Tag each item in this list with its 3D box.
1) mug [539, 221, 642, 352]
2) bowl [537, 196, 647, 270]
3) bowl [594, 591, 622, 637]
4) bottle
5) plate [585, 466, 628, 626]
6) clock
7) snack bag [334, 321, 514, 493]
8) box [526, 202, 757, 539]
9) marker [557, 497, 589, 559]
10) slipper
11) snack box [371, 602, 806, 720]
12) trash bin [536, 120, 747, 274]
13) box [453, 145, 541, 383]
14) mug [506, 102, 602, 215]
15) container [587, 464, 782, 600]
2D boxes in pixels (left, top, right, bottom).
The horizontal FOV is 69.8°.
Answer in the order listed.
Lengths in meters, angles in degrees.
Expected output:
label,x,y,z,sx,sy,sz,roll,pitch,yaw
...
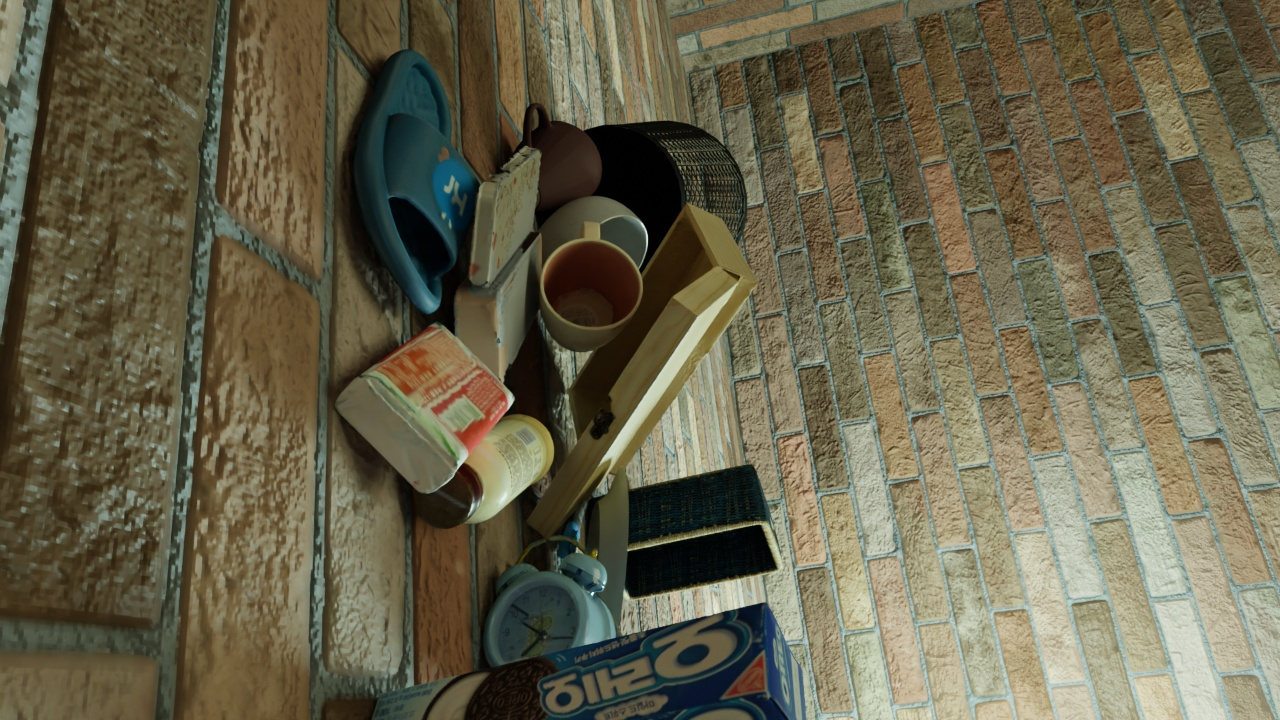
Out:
label,x,y,z,sx,sy,sz,roll,pitch,yaw
mug,-0.048,-0.065,0.806,0.104,0.085,0.111,120,-28,-72
bowl,-0.062,-0.106,0.913,0.064,0.131,0.132,42,-6,25
bowl,-0.046,0.251,0.719,0.150,0.056,0.151,53,-27,42
bottle,-0.107,0.076,0.636,0.162,0.056,0.056,-29,108,-78
plate,-0.034,0.178,0.800,0.173,0.019,0.173,-175,-89,-82
clock,-0.066,0.186,0.663,0.052,0.089,0.124,56,27,-50
snack bag,-0.127,0.025,0.559,0.077,0.036,0.115,46,19,-7
box,0.001,0.008,0.834,0.248,0.096,0.260,-57,-176,26
marker,-0.063,0.160,0.901,0.122,0.015,0.018,-71,148,-72
slipper,-0.148,-0.132,0.623,0.104,0.059,0.213,60,21,-55
snack box,-0.033,0.182,0.459,0.059,0.227,0.059,-82,150,-56
trash bin,-0.002,-0.182,1.077,0.242,0.217,0.217,-29,108,-72
box,-0.107,-0.083,0.721,0.216,0.043,0.149,-82,171,-71
mug,-0.097,-0.191,0.895,0.088,0.087,0.114,-54,141,-51
container,0.050,0.189,0.999,0.145,0.187,0.071,65,15,-53
